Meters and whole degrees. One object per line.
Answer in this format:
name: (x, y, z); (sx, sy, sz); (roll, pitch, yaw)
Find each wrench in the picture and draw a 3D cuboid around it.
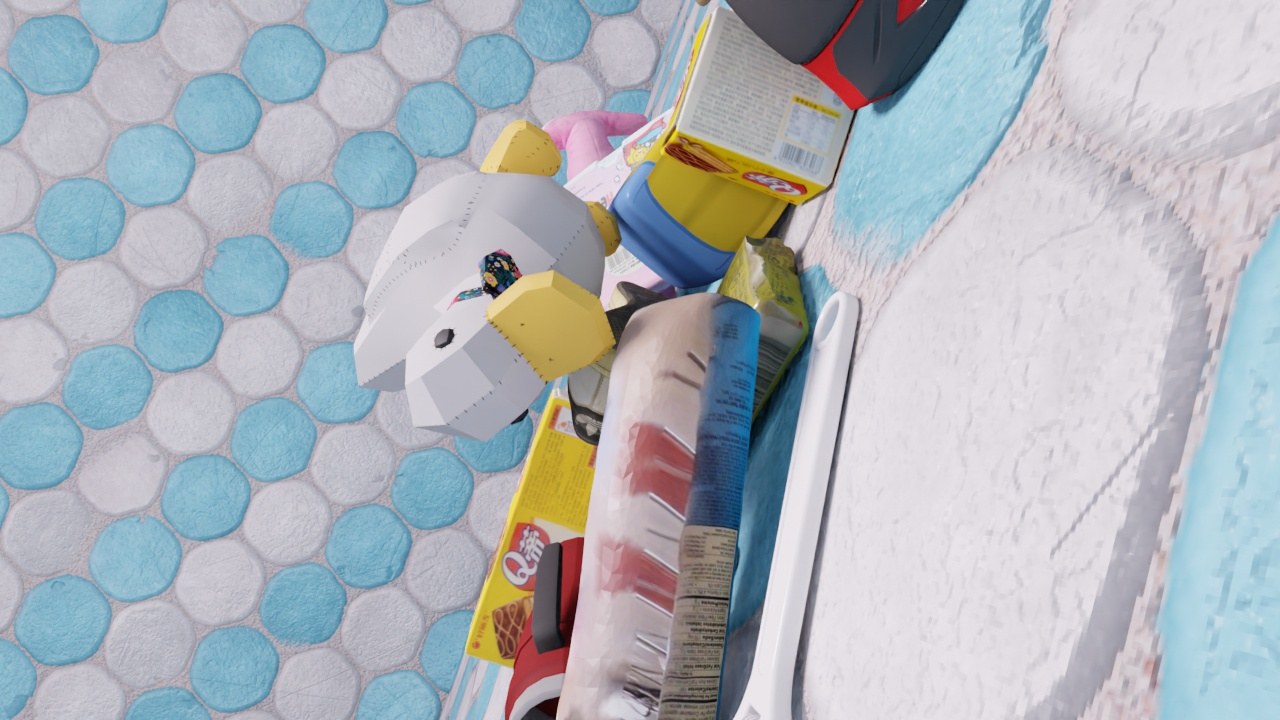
wrench: (0.068, 0.084, 0.406); (0.066, 0.018, 0.272); (126, 163, -62)

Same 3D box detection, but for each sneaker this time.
sneaker: (-0.004, 0.004, 0.739); (0.241, 0.089, 0.102); (-53, -16, -73)

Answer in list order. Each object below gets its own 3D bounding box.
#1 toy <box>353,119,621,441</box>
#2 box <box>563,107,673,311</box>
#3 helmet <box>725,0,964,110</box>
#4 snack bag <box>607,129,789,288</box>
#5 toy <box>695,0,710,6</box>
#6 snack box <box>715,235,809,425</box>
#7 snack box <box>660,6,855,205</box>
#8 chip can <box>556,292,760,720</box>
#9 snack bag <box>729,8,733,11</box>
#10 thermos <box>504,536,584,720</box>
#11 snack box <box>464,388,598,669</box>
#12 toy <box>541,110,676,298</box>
toy: (-0.098, -0.039, 0.582); (0.247, 0.141, 0.266); (-25, 29, 32)
box: (-0.013, -0.132, 0.864); (0.202, 0.044, 0.154); (-28, 77, 38)
helmet: (0.103, -0.283, 0.473); (0.164, 0.170, 0.265); (-94, 25, -70)
snack bag: (0.073, -0.162, 0.701); (0.205, 0.102, 0.159); (-52, 7, -4)
toy: (0.108, -0.366, 0.883); (0.105, 0.108, 0.134); (-12, -58, -80)
snack box: (0.051, 0.017, 0.583); (0.121, 0.045, 0.181); (-81, 16, -63)
snack box: (0.076, -0.160, 0.588); (0.061, 0.105, 0.083); (177, 111, -81)
chip can: (0.011, 0.082, 0.454); (0.080, 0.079, 0.229); (137, 142, -73)
snack bag: (0.126, -0.310, 0.684); (0.205, 0.058, 0.096); (-64, 8, -21)
thermos: (-0.047, 0.191, 0.637); (0.198, 0.084, 0.108); (-93, -13, -74)
snack box: (-0.062, 0.149, 0.783); (0.061, 0.110, 0.230); (-141, 70, -83)
toy: (-0.018, -0.161, 0.953); (0.128, 0.186, 0.265); (118, 131, -67)
